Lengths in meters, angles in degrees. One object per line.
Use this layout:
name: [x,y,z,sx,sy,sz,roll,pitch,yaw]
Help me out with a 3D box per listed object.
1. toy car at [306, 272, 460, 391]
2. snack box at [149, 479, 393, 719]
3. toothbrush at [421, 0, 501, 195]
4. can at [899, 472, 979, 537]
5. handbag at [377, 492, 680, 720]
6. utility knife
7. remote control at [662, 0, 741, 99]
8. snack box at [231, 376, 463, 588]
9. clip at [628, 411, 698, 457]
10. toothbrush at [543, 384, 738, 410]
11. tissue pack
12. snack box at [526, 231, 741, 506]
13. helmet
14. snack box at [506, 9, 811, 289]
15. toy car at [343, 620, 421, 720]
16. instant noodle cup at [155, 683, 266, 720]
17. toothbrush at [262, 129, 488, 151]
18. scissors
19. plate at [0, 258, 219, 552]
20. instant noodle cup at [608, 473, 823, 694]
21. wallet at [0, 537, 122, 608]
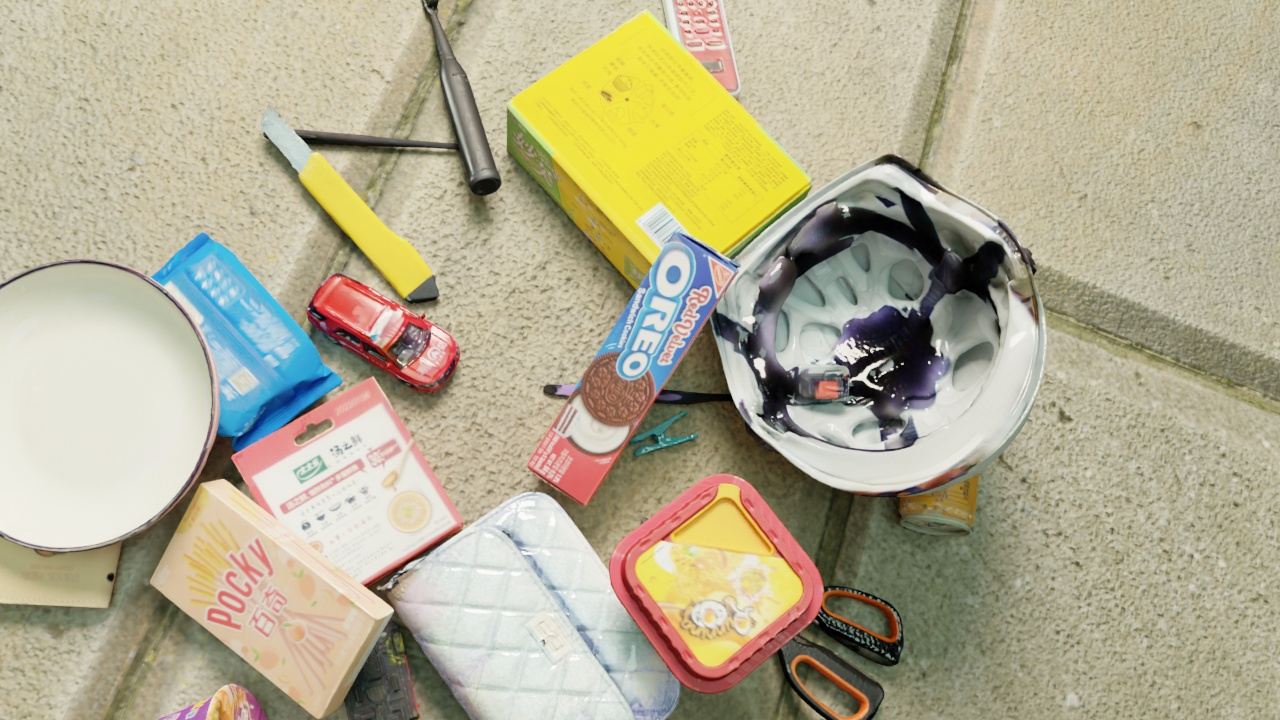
toy car: [-0.196,-0.022,0.699,0.120,0.045,0.052,30,72,-3]
snack box: [-0.248,0.157,0.613,0.157,0.026,0.084,32,100,12]
toothbrush: [-0.154,-0.232,0.767,0.026,0.027,0.212,-6,66,-30]
can: [0.248,0.066,0.748,0.058,0.058,0.145,14,72,-6]
handbag: [-0.072,0.195,0.642,0.134,0.076,0.194,-36,82,-18]
utility knife: [-0.233,-0.123,0.732,0.033,0.015,0.207,-41,89,-15]
remote control: [0.054,-0.297,0.837,0.056,0.020,0.136,-6,76,-11]
snack box: [-0.208,0.096,0.662,0.113,0.044,0.127,-31,83,-16]
clip: [0.018,0.061,0.730,0.056,0.014,0.040,-23,79,-15]
toothbrush: [0.016,0.030,0.742,0.189,0.017,0.014,4,62,-6]
tissue pack: [-0.302,-0.012,0.672,0.094,0.052,0.157,-43,85,-16]
snack box: [-0.004,0.004,0.674,0.057,0.058,0.207,34,99,3]
helmet: [0.186,-0.007,0.693,0.229,0.146,0.258,-41,56,11]
snack box: [0.013,-0.164,0.762,0.157,0.070,0.210,-40,82,-18]
toy car: [-0.179,0.235,0.633,0.049,0.031,0.106,-15,73,-14]
instant noodle cup: [-0.291,0.269,0.569,0.099,0.112,0.111,-14,77,-5]
toothbrush: [-0.216,-0.183,0.757,0.181,0.016,0.018,-1,72,-11]
scissors: [0.102,0.179,0.712,0.162,0.022,0.234,-33,76,-20]
plate: [-0.371,0.030,0.615,0.192,0.039,0.192,0,85,2]
instant noodle cup: [0.047,0.156,0.635,0.116,0.124,0.116,-36,77,-13]
wallet: [-0.403,0.111,0.635,0.087,0.024,0.115,7,73,-13]
